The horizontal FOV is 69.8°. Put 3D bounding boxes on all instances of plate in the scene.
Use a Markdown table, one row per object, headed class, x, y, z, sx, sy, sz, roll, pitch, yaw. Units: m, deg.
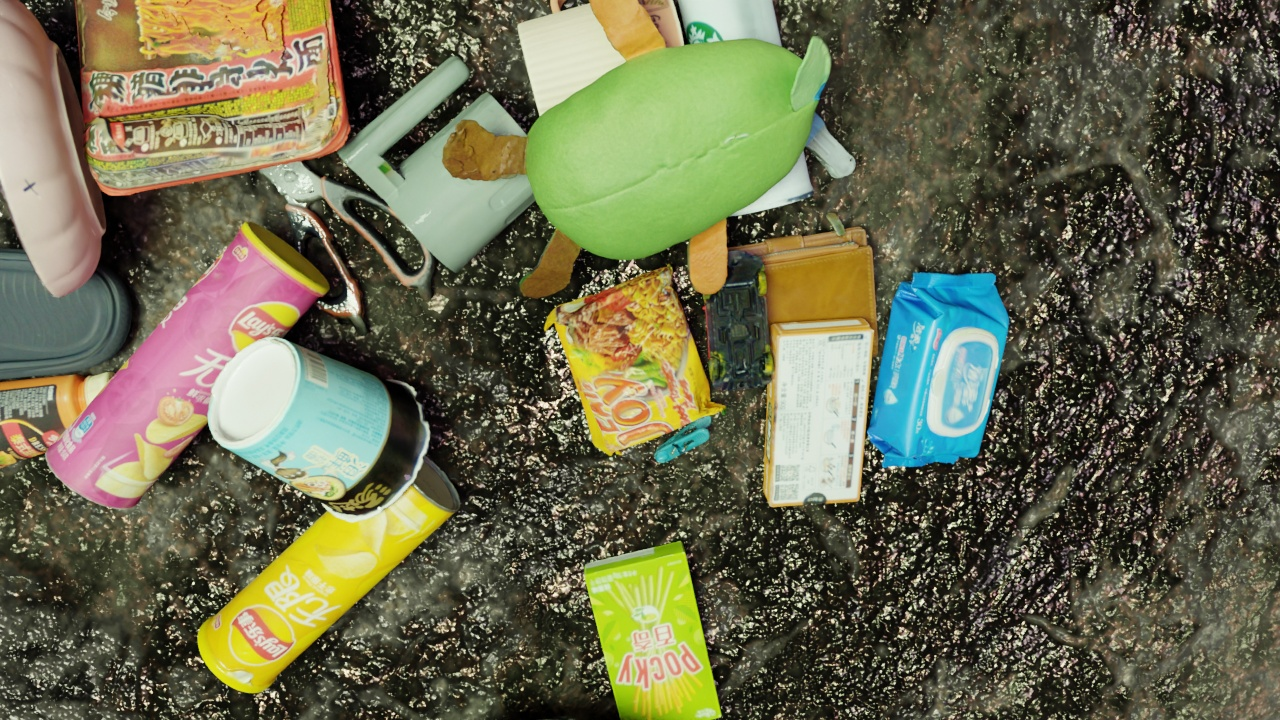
| class | x | y | z | sx | sy | sz | roll | pitch | yaw |
| --- | --- | --- | --- | --- | --- | --- | --- | --- | --- |
| plate | -0.378 | -0.138 | 0.585 | 0.039 | 0.193 | 0.192 | -13 | 103 | -24 |

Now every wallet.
| class | x | y | z | sx | sy | sz | roll | pitch | yaw |
| --- | --- | --- | --- | --- | --- | --- | --- | --- | --- |
| wallet | 0.116 | -0.048 | 0.712 | 0.130 | 0.035 | 0.119 | -9 | 104 | -3 |

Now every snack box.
| class | x | y | z | sx | sy | sz | roll | pitch | yaw |
| --- | --- | --- | --- | --- | --- | --- | --- | --- | --- |
| snack box | 0.011 | 0.235 | 0.766 | 0.086 | 0.026 | 0.156 | -12 | 103 | -1 |
| snack box | 0.138 | 0.043 | 0.721 | 0.075 | 0.026 | 0.154 | -3 | 114 | -5 |

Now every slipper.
| class | x | y | z | sx | sy | sz | roll | pitch | yaw |
| --- | --- | --- | --- | --- | --- | --- | --- | --- | --- |
| slipper | -0.505 | -0.037 | 0.633 | 0.268 | 0.083 | 0.110 | -2 | 87 | -7 |

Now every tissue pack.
| class | x | y | z | sx | sy | sz | roll | pitch | yaw |
| --- | --- | --- | --- | --- | --- | --- | --- | --- | --- |
| tissue pack | 0.233 | 0.008 | 0.709 | 0.094 | 0.052 | 0.157 | 1 | 103 | -31 |

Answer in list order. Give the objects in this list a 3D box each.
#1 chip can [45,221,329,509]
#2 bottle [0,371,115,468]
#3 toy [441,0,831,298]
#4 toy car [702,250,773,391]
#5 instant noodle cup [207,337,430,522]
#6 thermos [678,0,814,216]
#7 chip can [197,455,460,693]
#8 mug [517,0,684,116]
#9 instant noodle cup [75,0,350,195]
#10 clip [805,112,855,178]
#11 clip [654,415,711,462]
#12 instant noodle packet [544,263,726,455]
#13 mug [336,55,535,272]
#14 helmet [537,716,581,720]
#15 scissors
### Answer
| class | x | y | z | sx | sy | sz | roll | pitch | yaw |
| --- | --- | --- | --- | --- | --- | --- | --- | --- | --- |
| chip can | -0.315 | 0.004 | 0.643 | 0.071 | 0.071 | 0.210 | 42 | 90 | -11 |
| bottle | -0.439 | 0.040 | 0.675 | 0.149 | 0.067 | 0.067 | -13 | 102 | -9 |
| toy | 0.007 | -0.135 | 0.603 | 0.247 | 0.089 | 0.227 | -21 | 124 | 4 |
| toy car | 0.072 | -0.030 | 0.684 | 0.049 | 0.031 | 0.106 | -7 | 106 | 1 |
| instant noodle cup | -0.228 | 0.043 | 0.639 | 0.111 | 0.111 | 0.120 | -43 | 144 | 4 |
| thermos | 0.066 | -0.220 | 0.656 | 0.073 | 0.073 | 0.224 | -15 | 102 | -2 |
| chip can | -0.239 | 0.159 | 0.708 | 0.213 | 0.072 | 0.072 | -43 | 101 | 3 |
| mug | -0.029 | -0.223 | 0.648 | 0.106 | 0.082 | 0.114 | -14 | 75 | 0 |
| instant noodle cup | -0.277 | -0.197 | 0.609 | 0.164 | 0.079 | 0.188 | -11 | 77 | -3 |
| clip | 0.141 | -0.163 | 0.701 | 0.058 | 0.042 | 0.026 | 41 | 94 | -14 |
| clip | 0.034 | 0.065 | 0.735 | 0.054 | 0.032 | 0.013 | -36 | 100 | 16 |
| instant noodle packet | -0.004 | 0.004 | 0.710 | 0.111 | 0.044 | 0.128 | -20 | 103 | 4 |
| mug | -0.130 | -0.136 | 0.638 | 0.103 | 0.083 | 0.124 | -40 | 139 | 1 |
| helmet | -0.097 | 0.387 | 0.723 | 0.274 | 0.157 | 0.230 | -31 | 101 | -9 |
| scissors | -0.252 | -0.113 | 0.679 | 0.201 | 0.015 | 0.206 | 5 | 102 | -5 |
